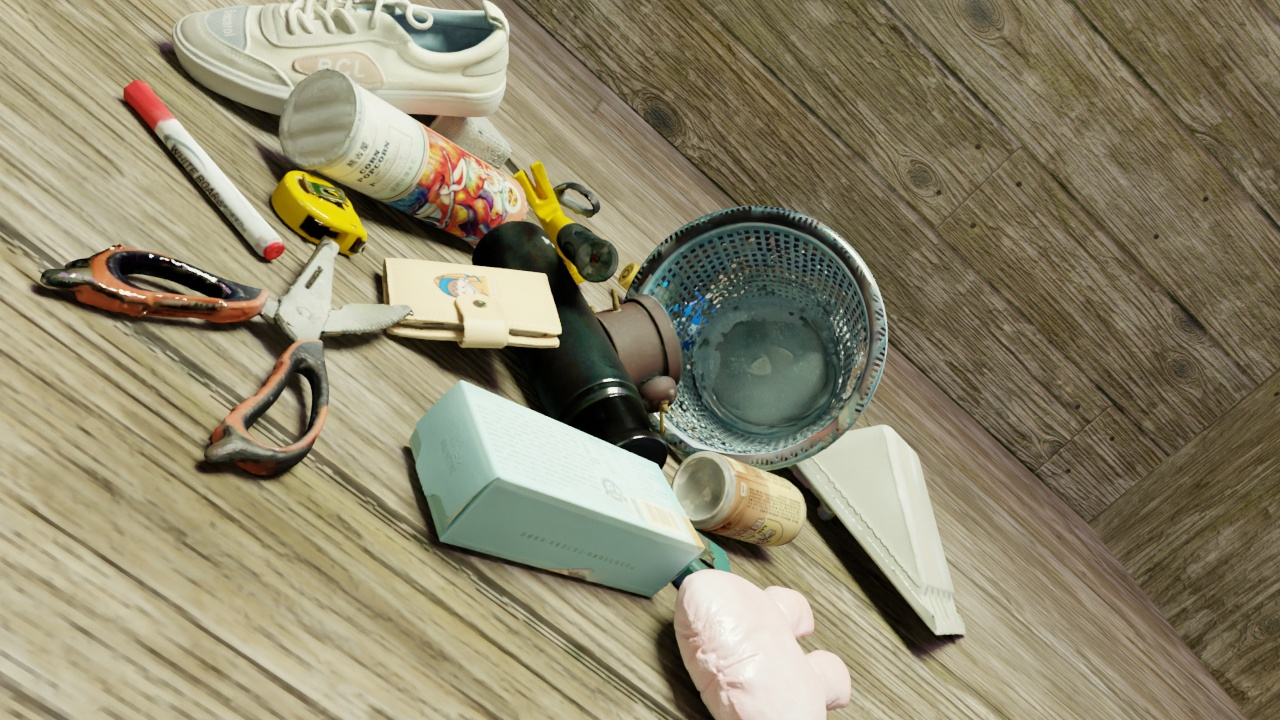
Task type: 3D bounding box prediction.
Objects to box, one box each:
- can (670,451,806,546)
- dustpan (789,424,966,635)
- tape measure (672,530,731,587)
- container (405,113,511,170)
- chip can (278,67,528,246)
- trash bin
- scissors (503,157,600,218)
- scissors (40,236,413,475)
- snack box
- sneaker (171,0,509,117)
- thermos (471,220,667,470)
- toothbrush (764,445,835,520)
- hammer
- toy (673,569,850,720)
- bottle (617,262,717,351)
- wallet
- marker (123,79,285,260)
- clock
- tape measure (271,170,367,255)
[{"bbox_3d":[0.078,0.110,0.717,0.116,0.059,0.058,25,25,-47],"label":"can"},{"bbox_3d":[0.230,0.167,0.971,0.222,0.143,0.257,31,48,-60],"label":"dustpan"},{"bbox_3d":[0.039,0.136,0.621,0.058,0.025,0.054,36,17,-21],"label":"tape measure"},{"bbox_3d":[-0.186,-0.198,0.813,0.090,0.090,0.114,51,15,23],"label":"container"},{"bbox_3d":[-0.174,-0.148,0.715,0.071,0.071,0.214,51,13,23],"label":"chip can"},{"bbox_3d":[0.111,-0.007,0.857,0.226,0.226,0.195,48,5,15],"label":"trash bin"},{"bbox_3d":[-0.107,-0.170,0.949,0.014,0.160,0.180,-45,115,-34],"label":"scissors"},{"bbox_3d":[-0.186,-0.016,0.469,0.226,0.015,0.189,13,36,-53],"label":"scissors"},{"bbox_3d":[-0.044,0.078,0.524,0.174,0.052,0.074,29,21,-43],"label":"snack box"},{"bbox_3d":[-0.214,-0.239,0.678,0.242,0.091,0.089,-1,55,-21],"label":"sneaker"},{"bbox_3d":[-0.056,-0.001,0.689,0.090,0.068,0.242,75,-12,-51],"label":"thermos"},{"bbox_3d":[0.139,0.093,0.976,0.189,0.020,0.029,50,-13,24],"label":"toothbrush"},{"bbox_3d":[-0.059,-0.105,0.791,0.129,0.033,0.300,61,-3,-18],"label":"hammer"},{"bbox_3d":[0.077,0.180,0.551,0.159,0.054,0.121,18,37,-54],"label":"toy"},{"bbox_3d":[0.065,-0.039,1.043,0.218,0.065,0.065,36,18,-25],"label":"bottle"},{"bbox_3d":[-0.114,-0.038,0.619,0.115,0.024,0.087,5,38,-22],"label":"wallet"},{"bbox_3d":[-0.262,-0.115,0.550,0.145,0.017,0.017,47,17,11],"label":"marker"},{"bbox_3d":[-0.004,0.004,0.734,0.055,0.082,0.122,-17,85,-25],"label":"clock"},{"bbox_3d":[-0.214,-0.103,0.612,0.057,0.029,0.060,20,28,-52],"label":"tape measure"}]
